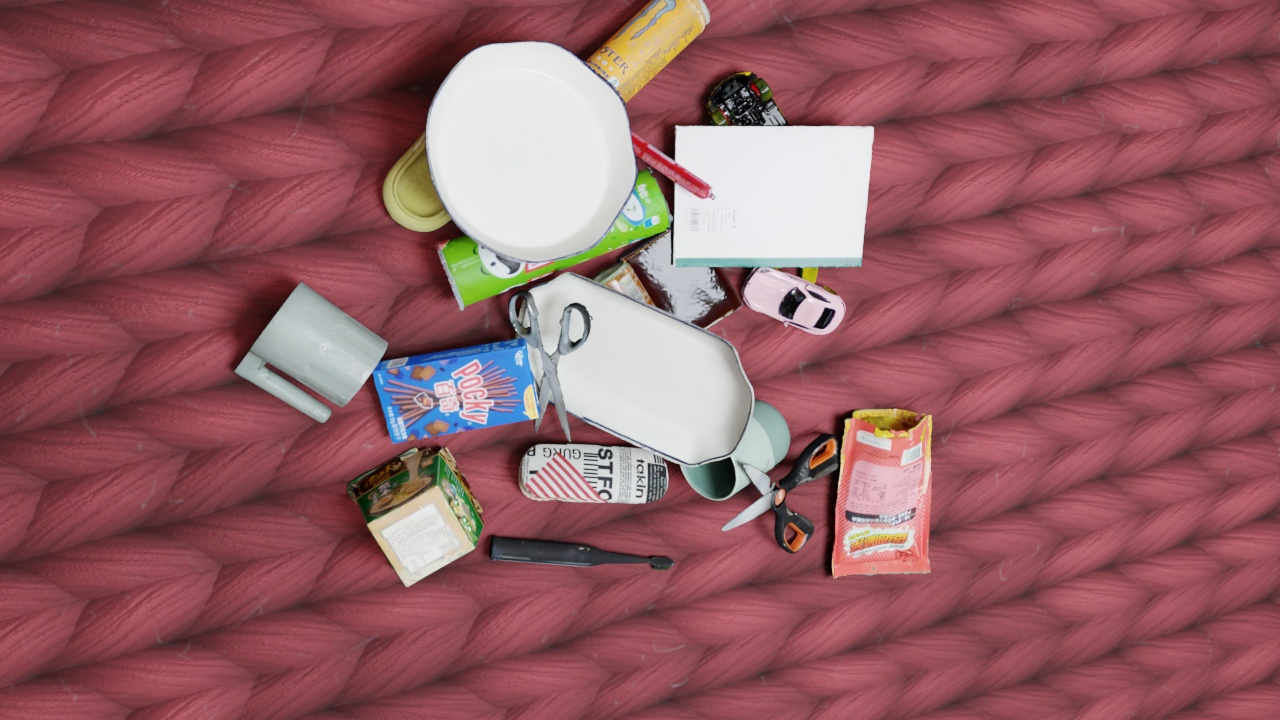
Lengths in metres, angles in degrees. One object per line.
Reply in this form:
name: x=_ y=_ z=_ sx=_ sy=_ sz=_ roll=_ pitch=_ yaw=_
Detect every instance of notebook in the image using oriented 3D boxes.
notebook: x=0.139 y=-0.173 z=0.976 sx=0.209 sy=0.012 sz=0.150 roll=-1 pitch=106 yaw=-4

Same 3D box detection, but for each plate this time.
plate: x=-0.006 y=0.006 z=0.941 sx=0.266 sy=0.034 sz=0.162 roll=23 pitch=123 yaw=15
plate: x=-0.103 y=-0.192 z=0.862 sx=0.204 sy=0.046 sz=0.205 roll=1 pitch=89 yaw=-25

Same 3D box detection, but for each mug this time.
mug: x=0.100 y=0.102 z=1.017 sx=0.106 sy=0.112 sz=0.082 roll=-27 pitch=75 yaw=-41
mug: x=-0.326 y=-0.002 z=0.908 sx=0.103 sy=0.083 sz=0.124 roll=36 pitch=117 yaw=-18

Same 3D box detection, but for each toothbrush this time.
toothbrush: x=-0.064 y=0.221 z=1.036 sx=0.212 sy=0.026 sz=0.027 roll=9 pitch=132 yaw=-16

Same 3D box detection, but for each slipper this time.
slipper: x=-0.174 y=-0.204 z=0.900 sx=0.091 sy=0.081 sz=0.190 roll=43 pitch=91 yaw=-20

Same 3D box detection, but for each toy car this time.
toy car: x=0.172 y=-0.065 z=1.026 sx=0.122 sy=0.037 sz=0.056 roll=20 pitch=114 yaw=-15
toy car: x=0.131 y=-0.235 z=0.986 sx=0.071 sy=0.041 sz=0.156 roll=-37 pitch=104 yaw=6

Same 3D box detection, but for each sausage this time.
sausage: x=0.014 y=-0.211 z=0.949 sx=0.156 sy=0.020 sz=0.020 roll=36 pitch=90 yaw=9

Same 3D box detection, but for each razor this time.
razor: x=0.188 y=-0.139 z=1.030 sx=0.043 sy=0.028 sz=0.132 roll=-6 pitch=103 yaw=-16

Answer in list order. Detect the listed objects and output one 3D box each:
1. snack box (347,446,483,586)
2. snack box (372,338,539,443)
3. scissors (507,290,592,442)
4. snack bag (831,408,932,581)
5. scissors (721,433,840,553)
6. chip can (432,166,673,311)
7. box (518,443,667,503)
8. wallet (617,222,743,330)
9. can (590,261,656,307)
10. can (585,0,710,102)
snack box: x=-0.228 y=0.164 z=0.941 sx=0.117 sy=0.105 sz=0.118 roll=-29 pitch=105 yaw=-7
snack box: x=-0.188 y=0.031 z=0.948 sx=0.157 sy=0.026 sz=0.085 roll=-10 pitch=115 yaw=-3
scissors: x=-0.094 y=0.002 z=0.956 sx=0.160 sy=0.014 sz=0.172 roll=-35 pitch=97 yaw=38
snack bag: x=0.290 y=0.164 z=1.095 sx=0.128 sy=0.073 sz=0.208 roll=-4 pitch=106 yaw=-9
scissors: x=0.163 y=0.156 z=1.024 sx=0.220 sy=0.022 sz=0.224 roll=-39 pitch=135 yaw=-34
chip can: x=-0.088 y=-0.127 z=0.939 sx=0.236 sy=0.072 sz=0.072 roll=-22 pitch=105 yaw=-9
box: x=-0.054 y=0.125 z=1.015 sx=0.163 sy=0.079 sz=0.074 roll=2 pitch=72 yaw=-13
wallet: x=0.045 y=-0.086 z=1.008 sx=0.096 sy=0.020 sz=0.122 roll=-33 pitch=107 yaw=-2
can: x=-0.001 y=-0.031 z=0.986 sx=0.058 sy=0.058 sz=0.147 roll=-34 pitch=106 yaw=-6
can: x=0.000 y=-0.316 z=0.932 sx=0.146 sy=0.058 sz=0.058 roll=-44 pitch=107 yaw=-3
